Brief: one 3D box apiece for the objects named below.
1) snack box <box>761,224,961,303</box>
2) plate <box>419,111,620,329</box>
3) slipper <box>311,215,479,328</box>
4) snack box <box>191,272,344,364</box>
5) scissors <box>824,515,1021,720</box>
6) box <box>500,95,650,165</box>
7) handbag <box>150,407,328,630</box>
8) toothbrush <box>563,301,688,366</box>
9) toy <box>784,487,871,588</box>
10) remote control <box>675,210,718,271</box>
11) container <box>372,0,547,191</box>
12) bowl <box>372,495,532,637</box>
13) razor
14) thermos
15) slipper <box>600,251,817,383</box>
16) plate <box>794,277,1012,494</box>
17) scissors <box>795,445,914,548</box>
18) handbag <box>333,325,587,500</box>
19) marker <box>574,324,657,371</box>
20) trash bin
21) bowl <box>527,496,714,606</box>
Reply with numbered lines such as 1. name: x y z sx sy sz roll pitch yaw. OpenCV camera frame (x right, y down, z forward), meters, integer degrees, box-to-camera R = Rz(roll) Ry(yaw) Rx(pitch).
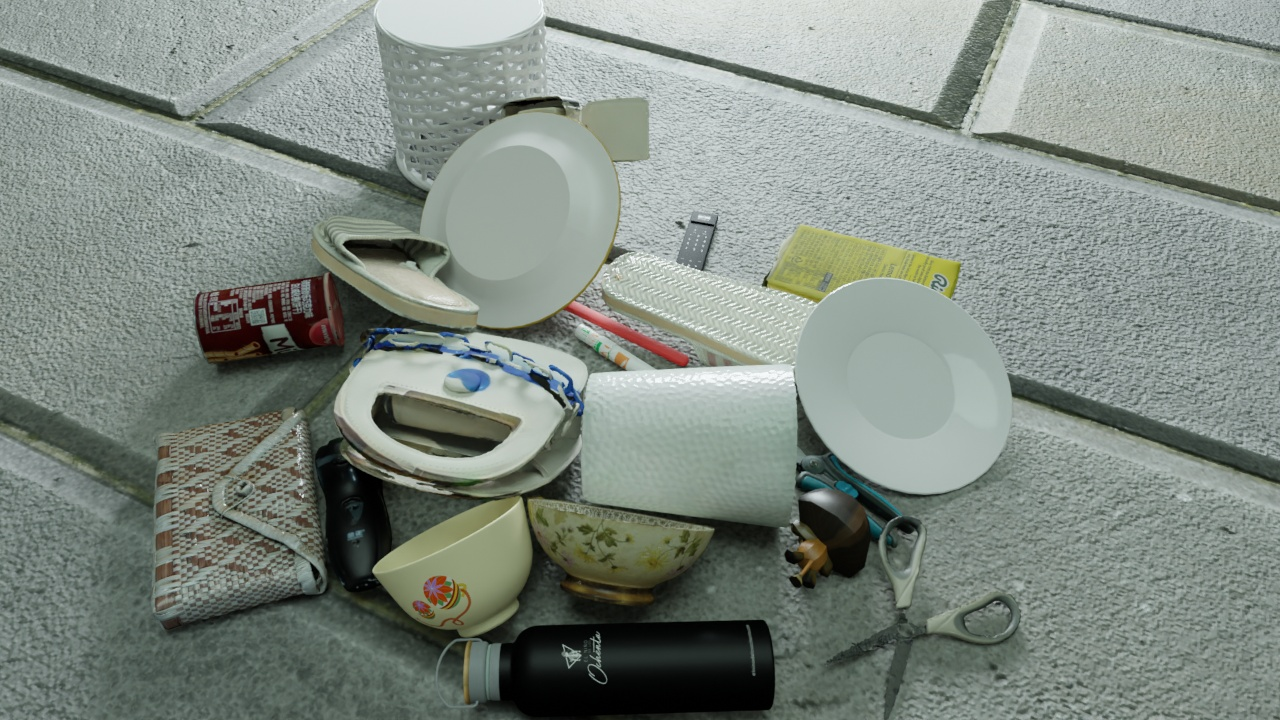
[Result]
1. snack box: 0.224 -0.075 0.943 0.181 0.045 0.121 18 48 17
2. plate: -0.128 -0.145 0.915 0.230 0.021 0.229 -5 76 22
3. slipper: -0.238 -0.094 0.882 0.114 0.054 0.273 0 24 -37
4. snack box: -0.348 -0.039 0.867 0.121 0.072 0.072 -10 47 -11
5. scissors: 0.213 0.191 0.700 0.171 0.013 0.157 1 55 -8
6. box: -0.050 -0.205 0.976 0.184 0.143 0.098 8 14 38
7. handbag: -0.324 0.115 0.736 0.124 0.047 0.185 -14 48 -14
8. toothbrush: -0.046 -0.039 0.921 0.212 0.018 0.012 26 50 17
9. toy: 0.142 0.145 0.719 0.099 0.063 0.076 -36 94 -41
10. remote control: 0.058 -0.118 1.000 0.030 0.009 0.139 11 47 8
11. container: -0.199 -0.317 1.057 0.189 0.187 0.189 1 46 -1
12. bowl: -0.126 0.159 0.676 0.117 0.118 0.074 -27 95 -25
13. razor: -0.226 0.116 0.726 0.053 0.064 0.140 -14 46 -13
14. thermos: -0.026 0.215 0.641 0.231 0.061 0.061 -1 46 -3
15. slipper: 0.087 -0.036 0.895 0.263 0.052 0.114 20 47 11
16. plate: 0.237 0.021 0.831 0.208 0.015 0.208 4 67 -10
17. scissors: 0.171 0.104 0.787 0.139 0.019 0.135 -2 45 -2
18. handbag: -0.145 0.037 0.738 0.201 0.093 0.199 10 22 6
19. marker: -0.005 0.005 0.875 0.145 0.017 0.017 32 53 25
20. trash bin: 0.038 0.065 0.742 0.161 0.133 0.133 2 46 3
21. bowl: -0.019 0.145 0.687 0.145 0.145 0.063 8 84 5
